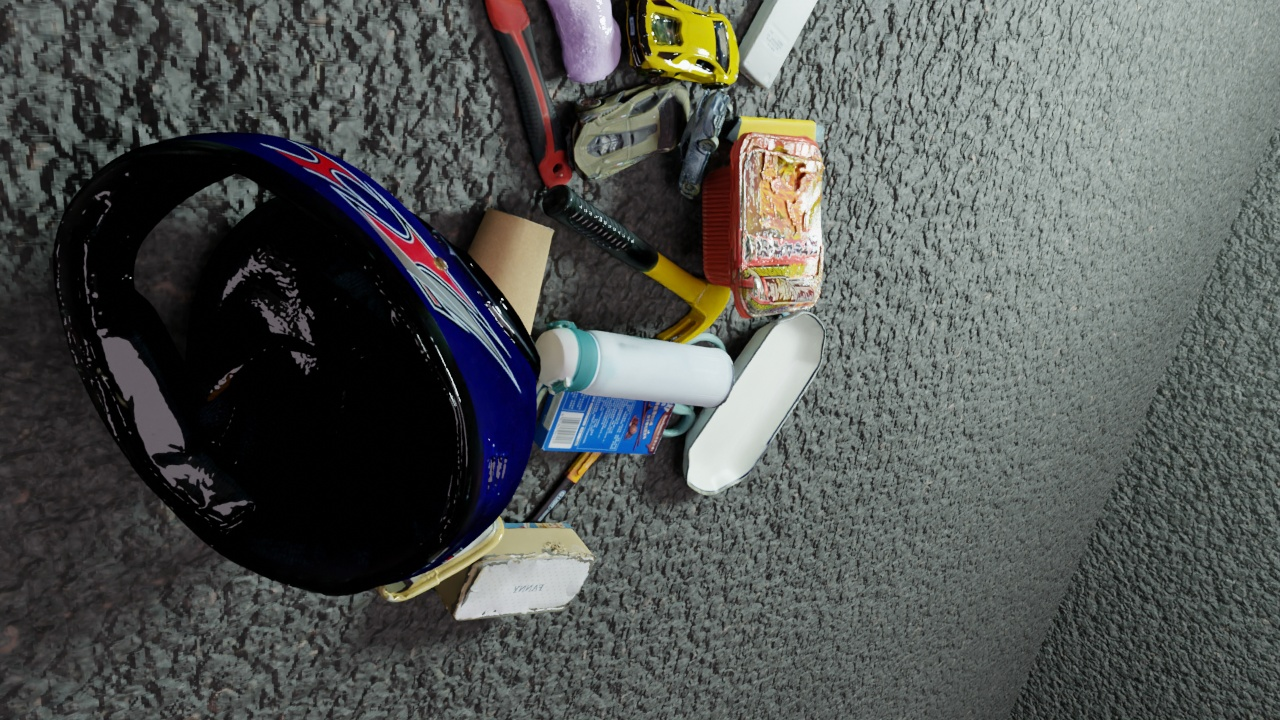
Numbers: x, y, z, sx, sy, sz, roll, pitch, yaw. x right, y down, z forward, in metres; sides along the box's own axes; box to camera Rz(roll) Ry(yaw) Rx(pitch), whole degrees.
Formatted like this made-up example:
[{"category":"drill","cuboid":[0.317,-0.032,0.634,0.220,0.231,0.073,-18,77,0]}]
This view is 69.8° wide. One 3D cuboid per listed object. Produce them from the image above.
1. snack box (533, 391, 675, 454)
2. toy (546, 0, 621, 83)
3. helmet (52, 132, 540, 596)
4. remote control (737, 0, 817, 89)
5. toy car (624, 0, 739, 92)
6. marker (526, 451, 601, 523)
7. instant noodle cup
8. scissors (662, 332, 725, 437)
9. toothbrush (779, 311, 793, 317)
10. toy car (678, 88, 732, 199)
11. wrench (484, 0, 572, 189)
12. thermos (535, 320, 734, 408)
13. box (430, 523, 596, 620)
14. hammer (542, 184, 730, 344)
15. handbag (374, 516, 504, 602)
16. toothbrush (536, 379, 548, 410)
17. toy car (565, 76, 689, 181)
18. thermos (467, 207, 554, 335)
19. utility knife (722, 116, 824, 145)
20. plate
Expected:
[{"category":"snack box","cuboid":[-0.035,0.058,0.992,0.157,0.026,0.085,7,112,-40]},{"category":"toy","cuboid":[-0.049,-0.280,0.763,0.083,0.039,0.108,-40,139,-20]},{"category":"helmet","cuboid":[-0.211,-0.005,0.628,0.247,0.240,0.315,-30,105,4]},{"category":"remote control","cuboid":[0.142,-0.346,0.924,0.056,0.019,0.135,22,99,-49]},{"category":"toy car","cuboid":[0.043,-0.288,0.830,0.155,0.041,0.071,-4,91,-46]},{"category":"marker","cuboid":[-0.086,0.141,1.018,0.123,0.015,0.018,-50,134,-5]},{"category":"instant noodle cup","cuboid":[0.127,-0.143,0.965,0.164,0.079,0.189,-10,102,-49]},{"category":"scissors","cuboid":[0.040,0.009,1.056,0.169,0.019,0.177,-50,137,-7]},{"category":"toothbrush","cuboid":[0.147,-0.104,1.091,0.017,0.016,0.187,-43,139,-2]},{"category":"toy car","cuboid":[0.058,-0.208,0.890,0.121,0.037,0.054,106,5,-62]},{"category":"wrench","cuboid":[-0.103,-0.254,0.743,0.056,0.016,0.274,-40,137,-19]},{"category":"thermos","cuboid":[-0.006,0.005,0.941,0.223,0.073,0.073,8,109,-39]},{"category":"box","cuboid":[-0.138,0.224,0.978,0.184,0.062,0.090,15,112,-46]},{"category":"hammer","cuboid":[0.006,-0.101,0.931,0.300,0.033,0.129,27,94,-52]},{"category":"handbag","cuboid":[-0.225,0.131,0.759,0.178,0.163,0.063,-33,132,-25]},{"category":"toothbrush","cuboid":[-0.110,0.056,0.936,0.016,0.018,0.192,13,105,-48]},{"category":"toy car","cuboid":[-0.007,-0.215,0.844,0.157,0.042,0.070,-32,135,-33]},{"category":"thermos","cuboid":[-0.127,-0.056,0.799,0.093,0.093,0.143,13,98,-48]},{"category":"utility knife","cuboid":[0.148,-0.247,0.998,0.173,0.015,0.033,-11,128,-42]},{"category":"plate","cuboid":[0.138,0.050,1.160,0.266,0.034,0.162,-57,143,3]}]
